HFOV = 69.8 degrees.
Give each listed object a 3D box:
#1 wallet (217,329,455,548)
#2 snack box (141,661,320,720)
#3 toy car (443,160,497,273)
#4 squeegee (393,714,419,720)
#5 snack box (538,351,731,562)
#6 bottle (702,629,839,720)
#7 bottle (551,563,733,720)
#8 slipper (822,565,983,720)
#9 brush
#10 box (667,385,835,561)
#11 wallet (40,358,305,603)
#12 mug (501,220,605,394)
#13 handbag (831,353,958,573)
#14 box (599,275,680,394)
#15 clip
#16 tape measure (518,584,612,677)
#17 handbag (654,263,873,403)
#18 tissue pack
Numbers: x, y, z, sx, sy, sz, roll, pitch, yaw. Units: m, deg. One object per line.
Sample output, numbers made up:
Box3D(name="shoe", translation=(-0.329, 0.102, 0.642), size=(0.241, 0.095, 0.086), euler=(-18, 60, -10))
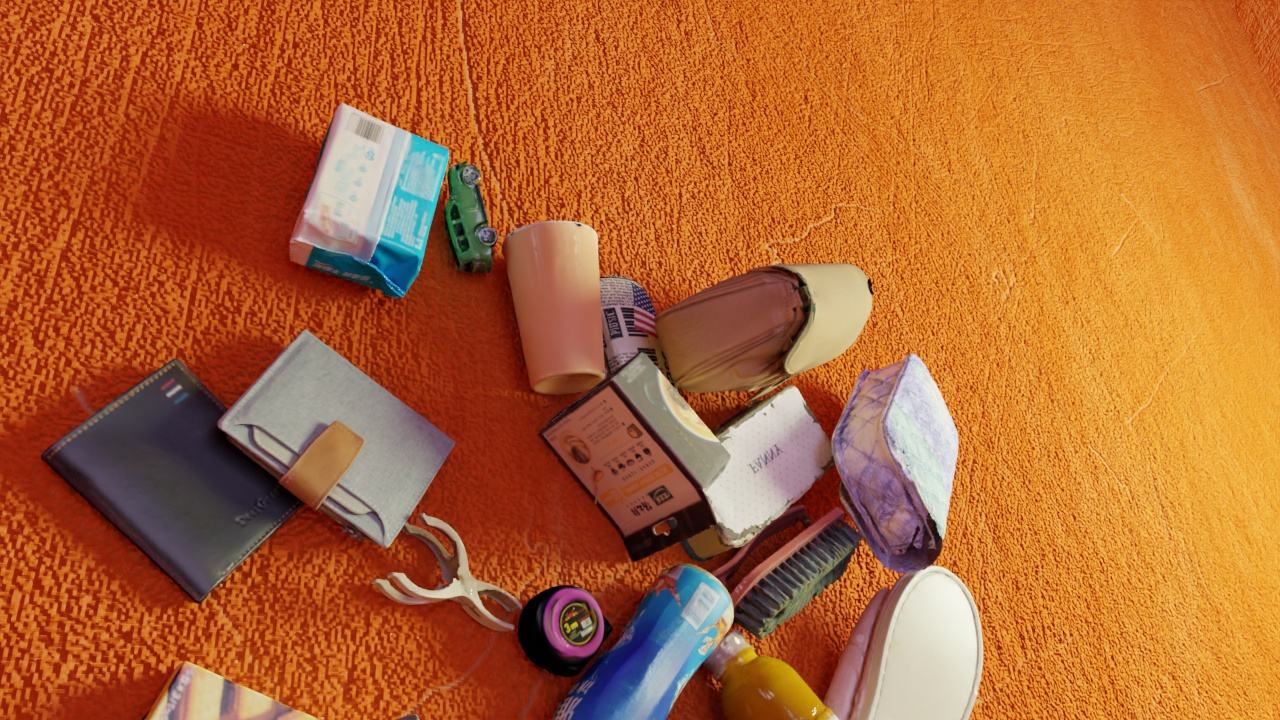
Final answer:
Box3D(name="wallet", translation=(-0.195, 0.050, 0.600), size=(0.129, 0.037, 0.106), euler=(40, 39, -14))
Box3D(name="snack box", translation=(-0.210, 0.235, 0.501), size=(0.140, 0.034, 0.086), euler=(34, 51, -18))
Box3D(name="toy car", translation=(-0.138, -0.114, 0.732), size=(0.036, 0.043, 0.091), euler=(-10, 79, -15))
Box3D(name="squeegee", translation=(-0.201, 0.324, 0.444), size=(0.246, 0.039, 0.246), euler=(-14, 86, -11))
Box3D(name="snack box", translation=(-0.002, 0.074, 0.681), size=(0.125, 0.114, 0.053), euler=(50, 48, -3))
Box3D(name="bottle", translation=(0.118, 0.281, 0.663), size=(0.067, 0.068, 0.189), euler=(-20, 59, -41))
Box3D(name="bottle", translation=(-0.012, 0.232, 0.621), size=(0.065, 0.065, 0.218), euler=(48, 49, -4))
Box3D(name="slipper", translation=(0.201, 0.291, 0.745), size=(0.114, 0.055, 0.273), euler=(36, 62, -10))
Box3D(name="brush", translation=(0.112, 0.170, 0.751), size=(0.145, 0.063, 0.069), euler=(-25, 51, -39))
Box3D(name="box", translation=(0.094, 0.089, 0.780), size=(0.183, 0.060, 0.090), euler=(-27, 84, -43))
Box3D(name="wallet", translation=(-0.274, 0.070, 0.554), size=(0.122, 0.020, 0.096), euler=(47, 48, -8))
Box3D(name="mug", translation=(-0.065, -0.039, 0.728), size=(0.078, 0.078, 0.122), euler=(4, 70, -34))
Box3D(name="handbag", translation=(0.236, 0.086, 0.838), size=(0.134, 0.076, 0.193), euler=(61, 32, -9))
Box3D(name="box", translation=(-0.007, 0.007, 0.767), size=(0.071, 0.058, 0.164), euler=(16, 55, -56))
Box3D(name="clip", translation=(-0.132, 0.153, 0.601), size=(0.103, 0.035, 0.092), euler=(57, 44, -6))
Box3D(name="tape measure", translation=(-0.055, 0.185, 0.633), size=(0.058, 0.039, 0.056), euler=(50, 48, -8))
Box3D(name="handbag", translation=(0.109, -0.025, 0.775), size=(0.204, 0.148, 0.099), euler=(-13, 80, -58))
Box3D(name="tissue pack", translation=(-0.199, -0.118, 0.678), size=(0.090, 0.063, 0.139), euler=(20, 54, -24))
